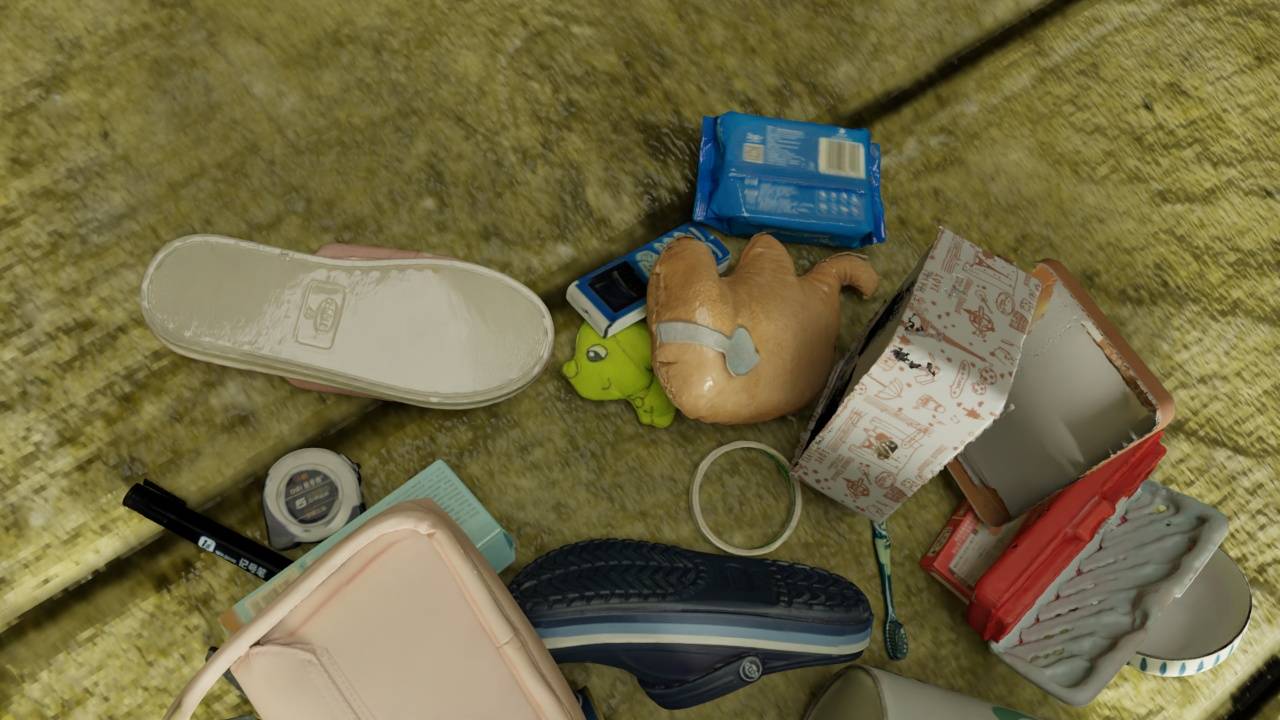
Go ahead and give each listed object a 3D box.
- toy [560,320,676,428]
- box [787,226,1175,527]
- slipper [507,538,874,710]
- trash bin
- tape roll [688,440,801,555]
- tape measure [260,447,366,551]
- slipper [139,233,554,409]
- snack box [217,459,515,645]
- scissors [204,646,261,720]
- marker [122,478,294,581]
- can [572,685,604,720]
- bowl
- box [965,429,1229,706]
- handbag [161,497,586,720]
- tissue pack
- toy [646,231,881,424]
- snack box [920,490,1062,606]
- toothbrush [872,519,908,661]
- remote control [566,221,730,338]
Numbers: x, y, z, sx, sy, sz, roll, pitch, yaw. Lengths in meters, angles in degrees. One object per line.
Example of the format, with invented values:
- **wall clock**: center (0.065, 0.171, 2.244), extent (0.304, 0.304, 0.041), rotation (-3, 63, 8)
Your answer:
- **toy**: center (-0.004, 0.004, 0.683), extent (0.096, 0.031, 0.100), rotation (-38, 92, -20)
- **box**: center (0.232, 0.036, 0.631), extent (0.185, 0.183, 0.154), rotation (31, 54, 6)
- **slipper**: center (0.032, 0.184, 0.628), extent (0.252, 0.105, 0.095), rotation (4, 99, -9)
- **trash bin**: center (0.228, 0.326, 0.581), extent (0.252, 0.230, 0.229), rotation (21, 76, -1)
- **tape roll**: center (0.079, 0.103, 0.690), extent (0.085, 0.014, 0.085), rotation (2, 79, -11)
- **tape measure**: center (-0.221, 0.092, 0.623), extent (0.065, 0.034, 0.066), rotation (-9, 84, -15)
- **slipper**: center (-0.196, -0.027, 0.638), extent (0.274, 0.054, 0.114), rotation (7, 79, -13)
- **snack box**: center (-0.172, 0.147, 0.592), extent (0.174, 0.052, 0.074), rotation (-37, 58, -19)
- **scissors**: center (-0.181, 0.229, 0.576), extent (0.225, 0.015, 0.189), rotation (-25, 58, -14)
- **marker**: center (-0.281, 0.119, 0.614), extent (0.132, 0.020, 0.022), rotation (29, 47, -4)
- **can**: center (-0.070, 0.272, 0.598), extent (0.111, 0.075, 0.075), rotation (-22, 85, -14)
- **bowl**: center (0.393, 0.189, 0.700), extent (0.116, 0.116, 0.066), rotation (-39, 133, -15)
- **box**: center (0.337, 0.146, 0.660), extent (0.201, 0.095, 0.101), rotation (-39, 55, -18)
- **handbag**: center (-0.162, 0.209, 0.503), extent (0.234, 0.093, 0.193), rotation (-34, 87, -11)
- **tissue pack**: center (0.117, -0.140, 0.722), extent (0.157, 0.052, 0.095), rotation (5, 77, -11)
- **toy**: center (0.097, -0.024, 0.681), extent (0.225, 0.083, 0.143), rotation (-9, 98, -40)
- **snack box**: center (0.293, 0.125, 0.723), extent (0.075, 0.025, 0.152), rotation (40, 75, -2)
- **toothbrush**: center (0.187, 0.133, 0.704), extent (0.016, 0.018, 0.191), rotation (-3, 81, -12)
- **remote control**: center (0.009, -0.062, 0.686), extent (0.124, 0.024, 0.049), rotation (-30, 62, -26)
